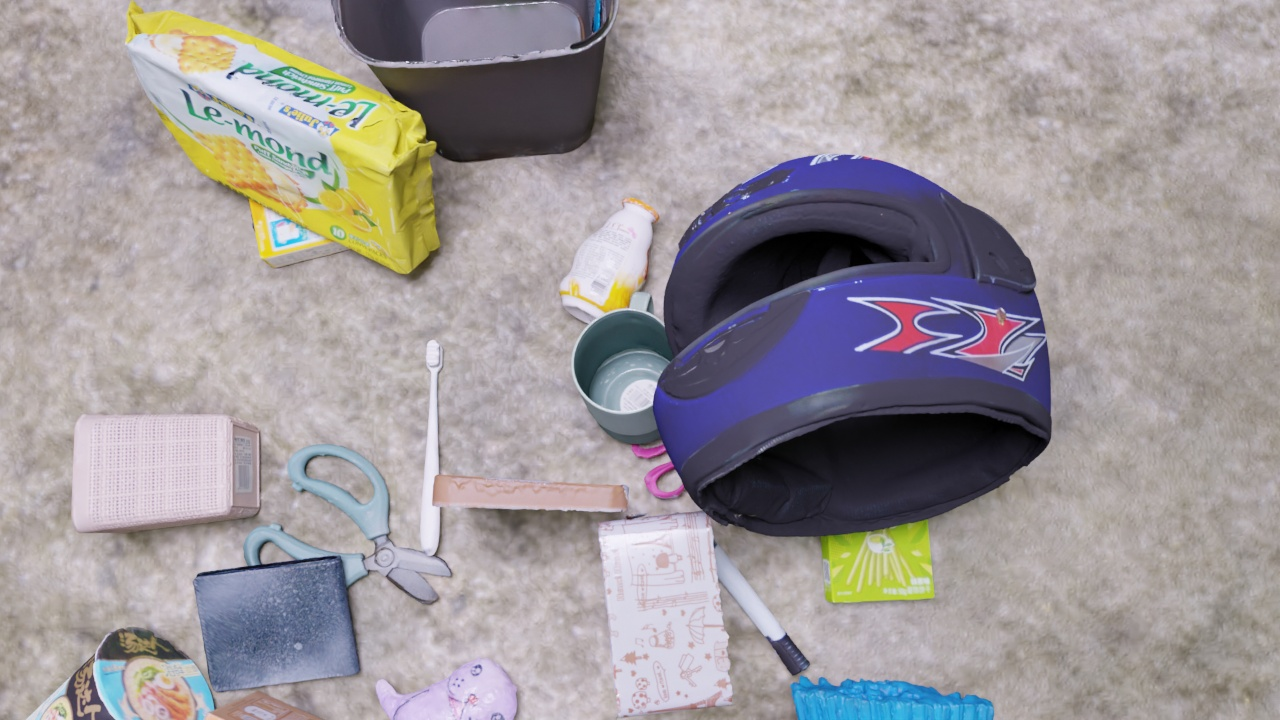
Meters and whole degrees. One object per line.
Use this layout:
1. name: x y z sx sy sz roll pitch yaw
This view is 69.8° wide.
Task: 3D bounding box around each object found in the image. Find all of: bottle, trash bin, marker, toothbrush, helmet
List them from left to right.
1. toothbrush: -0.173 0.070 0.761 0.016 0.016 0.180 -1 76 -2
2. trash bin: -0.117 -0.275 0.729 0.198 0.220 0.199 -5 79 -1
3. bottle: -0.022 -0.083 0.775 0.063 0.063 0.108 26 80 3
4. marker: 0.091 0.200 0.748 0.018 0.022 0.130 -41 83 21
5. helmet: 0.129 -0.021 0.629 0.248 0.315 0.240 -35 58 32

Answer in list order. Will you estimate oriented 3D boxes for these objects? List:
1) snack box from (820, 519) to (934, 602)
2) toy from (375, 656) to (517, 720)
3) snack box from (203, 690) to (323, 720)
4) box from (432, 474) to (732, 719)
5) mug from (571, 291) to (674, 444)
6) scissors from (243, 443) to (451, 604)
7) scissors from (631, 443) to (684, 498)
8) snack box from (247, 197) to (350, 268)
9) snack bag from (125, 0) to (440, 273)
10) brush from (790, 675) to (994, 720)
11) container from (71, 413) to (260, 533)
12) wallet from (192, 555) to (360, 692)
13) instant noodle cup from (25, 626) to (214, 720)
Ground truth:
1. snack box: 0.192 0.119 0.762 0.086 0.026 0.156 -1 79 -2
2. toy: -0.149 0.274 0.721 0.108 0.039 0.083 -22 70 -4
3. snack box: -0.279 0.308 0.683 0.094 0.093 0.077 23 80 3
4. box: -0.039 0.170 0.671 0.217 0.180 0.157 4 81 -3
5. mug: -0.004 0.004 0.734 0.082 0.106 0.111 6 71 9
6. scissors: -0.243 0.161 0.750 0.179 0.019 0.161 42 81 5
7. scissors: 0.056 0.060 0.777 0.137 0.017 0.072 -28 73 -10
8. snack box: -0.265 -0.140 0.797 0.140 0.034 0.087 -15 80 -2
9. snack bag: -0.264 -0.170 0.710 0.246 0.158 0.068 26 65 4
10. brush: 0.268 0.317 0.718 0.314 0.060 0.109 6 85 -3
11. container: -0.369 0.087 0.726 0.111 0.090 0.090 -4 80 -5
12. wallet: -0.290 0.210 0.729 0.121 0.019 0.097 -8 93 1
13. instant noodle cup: -0.406 0.281 0.684 0.120 0.111 0.111 -38 83 0
